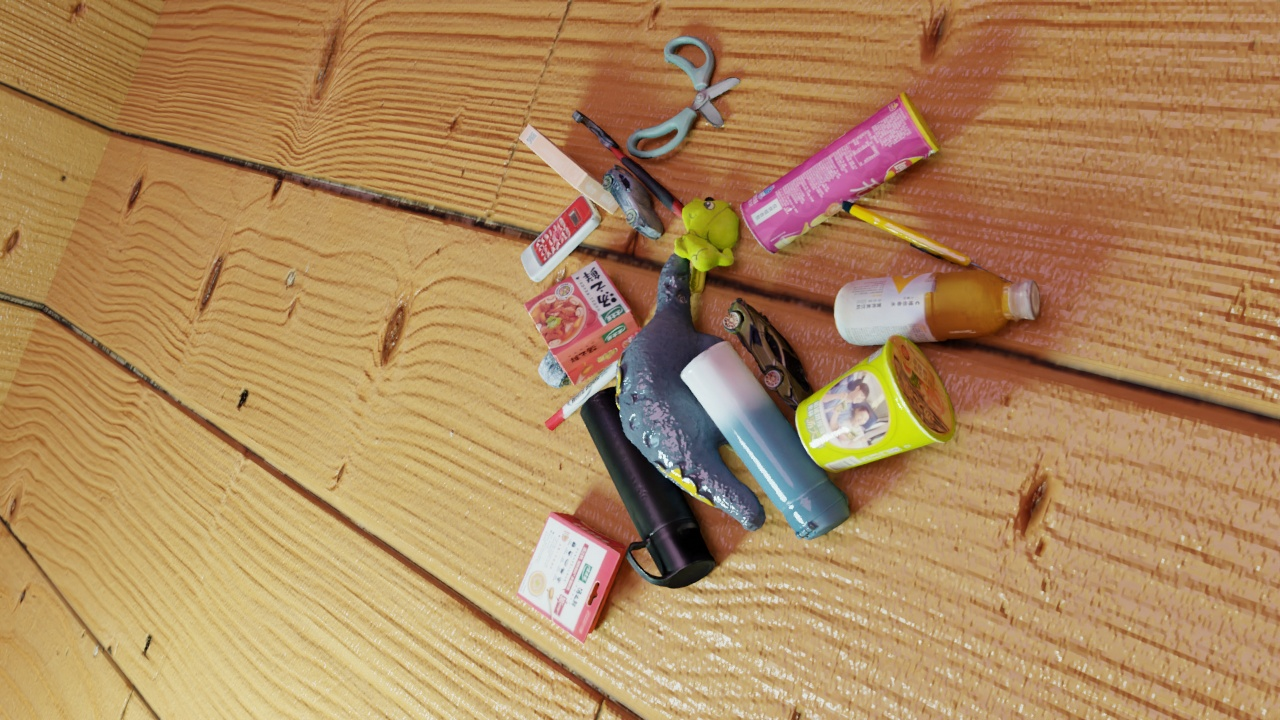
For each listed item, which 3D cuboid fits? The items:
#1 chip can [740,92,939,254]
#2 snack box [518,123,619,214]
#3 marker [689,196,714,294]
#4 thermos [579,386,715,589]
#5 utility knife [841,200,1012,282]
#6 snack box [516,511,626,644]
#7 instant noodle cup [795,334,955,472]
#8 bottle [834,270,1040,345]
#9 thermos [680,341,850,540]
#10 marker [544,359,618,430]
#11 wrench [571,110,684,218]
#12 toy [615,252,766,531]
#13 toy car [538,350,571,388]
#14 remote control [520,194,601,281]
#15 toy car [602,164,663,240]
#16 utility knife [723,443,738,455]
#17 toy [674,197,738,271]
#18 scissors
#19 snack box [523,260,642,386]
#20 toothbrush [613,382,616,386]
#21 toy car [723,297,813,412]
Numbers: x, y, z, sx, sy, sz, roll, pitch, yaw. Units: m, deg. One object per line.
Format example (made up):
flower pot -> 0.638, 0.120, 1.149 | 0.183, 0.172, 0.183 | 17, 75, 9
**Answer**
chip can -> 0.213, -0.200, 1.001 | 0.211, 0.071, 0.071 | -32, 58, 26
snack box -> -0.096, -0.261, 1.248 | 0.026, 0.084, 0.157 | -51, 52, 9
marker -> 0.076, -0.142, 1.123 | 0.018, 0.015, 0.124 | 1, 77, 33
thermos -> -0.003, 0.142, 1.045 | 0.242, 0.089, 0.069 | 62, 146, 34
utility knife -> 0.293, -0.115, 0.927 | 0.216, 0.033, 0.015 | 34, 107, 32
snack box -> -0.075, 0.257, 1.091 | 0.127, 0.044, 0.113 | 22, 89, 41
instant noodle cup -> 0.222, 0.051, 0.897 | 0.124, 0.111, 0.111 | -31, 58, 35
bottle -> 0.287, -0.052, 0.898 | 0.190, 0.068, 0.068 | -3, 74, 37
thermos -> 0.129, 0.083, 0.940 | 0.070, 0.070, 0.220 | -42, 74, 20
marker -> -0.068, 0.041, 1.174 | 0.145, 0.017, 0.017 | -41, 55, 20
wrench -> -0.007, -0.253, 1.204 | 0.016, 0.056, 0.273 | -51, 56, 15
toy -> 0.041, 0.034, 1.032 | 0.138, 0.091, 0.355 | -16, 61, 10
toy car -> -0.095, -0.014, 1.203 | 0.049, 0.031, 0.106 | 42, 100, 36
remote control -> -0.112, -0.169, 1.273 | 0.136, 0.020, 0.056 | -41, 56, 20
toy car -> -0.007, -0.204, 1.181 | 0.037, 0.054, 0.120 | -42, 55, 21
utility knife -> 0.112, 0.096, 1.016 | 0.204, 0.021, 0.031 | 39, 102, 46
toy -> 0.082, -0.151, 1.094 | 0.097, 0.031, 0.100 | 39, 66, 18
scissors -> 0.042, -0.342, 1.204 | 0.170, 0.019, 0.171 | -35, 59, 15
snack box -> -0.070, -0.049, 1.159 | 0.113, 0.044, 0.127 | -32, 54, -3
toothbrush -> -0.007, 0.007, 1.136 | 0.190, 0.015, 0.016 | -57, 36, 8
toy car -> 0.143, -0.004, 0.993 | 0.042, 0.070, 0.158 | -40, 58, 17
